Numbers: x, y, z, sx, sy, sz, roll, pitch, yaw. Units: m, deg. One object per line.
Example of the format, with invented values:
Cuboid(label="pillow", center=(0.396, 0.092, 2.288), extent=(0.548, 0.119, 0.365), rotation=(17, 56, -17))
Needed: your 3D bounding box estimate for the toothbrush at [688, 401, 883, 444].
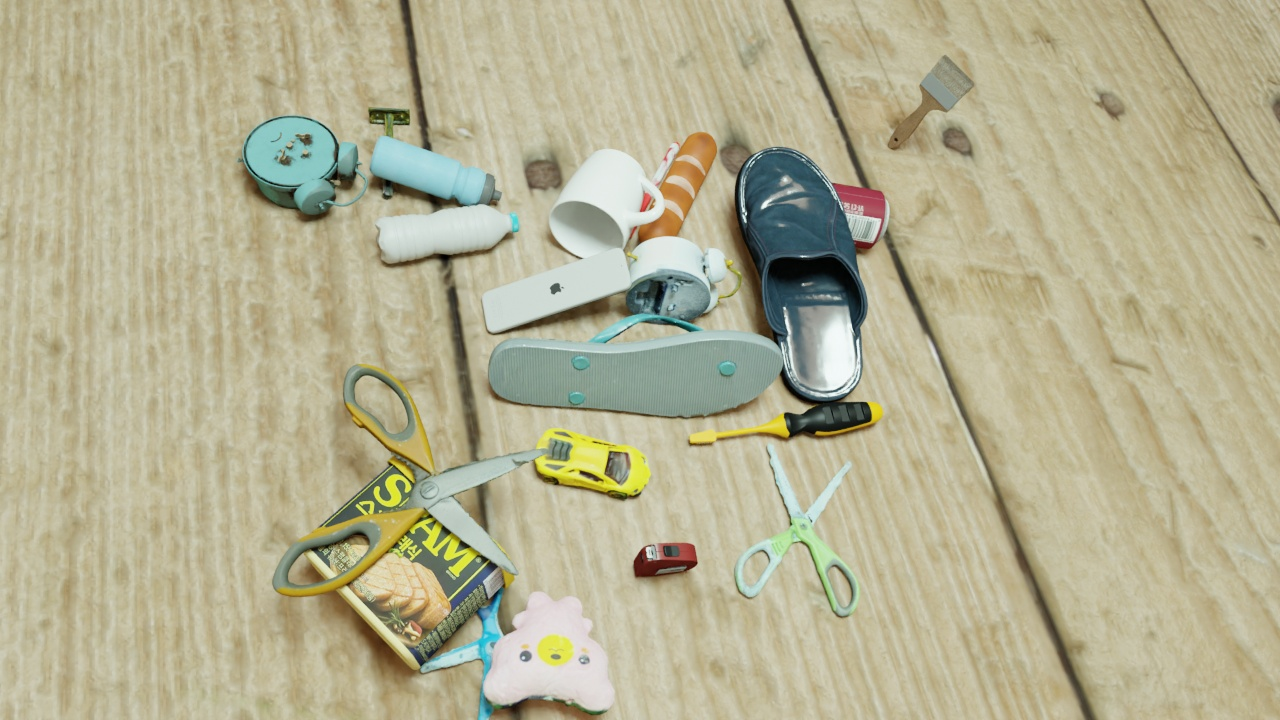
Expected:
Cuboid(label="toothbrush", center=(0.141, 0.061, 0.878), extent=(0.196, 0.031, 0.031), rotation=(-7, 69, -12))

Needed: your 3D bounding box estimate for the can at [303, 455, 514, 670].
Cuboid(label="can", center=(-0.185, 0.160, 0.730), extent=(0.135, 0.075, 0.104), rotation=(39, 65, 17))

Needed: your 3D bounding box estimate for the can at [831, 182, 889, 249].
Cuboid(label="can", center=(0.202, -0.158, 0.982), extent=(0.114, 0.063, 0.063), rotation=(8, 62, -7))

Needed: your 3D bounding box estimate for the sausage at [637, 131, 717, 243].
Cuboid(label="sausage", center=(0.040, -0.178, 0.970), extent=(0.039, 0.045, 0.163), rotation=(30, 61, -8))

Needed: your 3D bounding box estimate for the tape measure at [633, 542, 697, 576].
Cuboid(label="tape measure", center=(0.024, 0.170, 0.780), extent=(0.051, 0.059, 0.019), rotation=(-3, 64, -13))

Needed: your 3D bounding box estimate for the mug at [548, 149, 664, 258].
Cuboid(label="mug", center=(-0.024, -0.159, 0.917), extent=(0.114, 0.081, 0.087), rotation=(2, 50, 27))

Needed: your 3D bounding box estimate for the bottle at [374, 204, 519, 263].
Cuboid(label="bottle", center=(-0.187, -0.126, 0.898), extent=(0.136, 0.044, 0.044), rotation=(-11, 66, -16))

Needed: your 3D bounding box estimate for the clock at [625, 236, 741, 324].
Cuboid(label="clock", center=(0.041, -0.076, 0.898), extent=(0.117, 0.083, 0.057), rotation=(5, 56, -8))

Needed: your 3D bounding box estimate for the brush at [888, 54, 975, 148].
Cuboid(label="brush", center=(0.313, -0.278, 1.020), extent=(0.008, 0.143, 0.045), rotation=(-41, 86, -25))

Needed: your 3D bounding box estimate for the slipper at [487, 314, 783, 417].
Cuboid(label="slipper", center=(-0.005, 0.005, 0.854), extent=(0.268, 0.098, 0.054), rotation=(-2, 39, -4))

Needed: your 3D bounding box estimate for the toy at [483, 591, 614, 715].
Cuboid(label="toy", center=(-0.069, 0.231, 0.725), extent=(0.102, 0.050, 0.093), rotation=(11, 62, -11))

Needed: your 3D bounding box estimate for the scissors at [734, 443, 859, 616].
Cuboid(label="scissors", center=(0.143, 0.154, 0.838), extent=(0.165, 0.024, 0.171), rotation=(-17, 66, -13))

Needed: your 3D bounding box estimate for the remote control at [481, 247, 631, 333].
Cuboid(label="remote control", center=(-0.081, -0.066, 0.875), extent=(0.147, 0.008, 0.045), rotation=(-18, 66, 8))

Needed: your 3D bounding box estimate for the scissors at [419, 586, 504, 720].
Cuboid(label="scissors", center=(-0.116, 0.224, 0.754), extent=(0.134, 0.011, 0.140), rotation=(-12, 67, -15))

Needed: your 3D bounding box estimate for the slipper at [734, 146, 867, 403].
Cuboid(label="slipper", center=(0.164, -0.094, 0.894), extent=(0.109, 0.083, 0.265), rotation=(-9, 80, -2))

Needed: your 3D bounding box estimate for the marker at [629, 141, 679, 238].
Cuboid(label="marker", center=(0.013, -0.186, 0.987), extent=(0.013, 0.013, 0.141), rotation=(25, 61, 2))

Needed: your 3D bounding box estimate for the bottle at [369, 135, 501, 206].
Cuboid(label="bottle", center=(-0.202, -0.185, 0.919), extent=(0.130, 0.040, 0.040), rotation=(17, 61, -15))

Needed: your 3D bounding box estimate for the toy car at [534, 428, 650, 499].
Cuboid(label="toy car", center=(-0.042, 0.092, 0.825), extent=(0.107, 0.030, 0.049), rotation=(13, 60, -6))

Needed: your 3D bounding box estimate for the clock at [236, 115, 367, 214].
Cuboid(label="clock", center=(-0.325, -0.187, 0.896), extent=(0.124, 0.053, 0.089), rotation=(29, 62, 4))

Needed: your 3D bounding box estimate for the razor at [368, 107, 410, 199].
Cuboid(label="razor", center=(-0.259, -0.213, 0.942), extent=(0.042, 0.026, 0.105), rotation=(0, 67, -14))

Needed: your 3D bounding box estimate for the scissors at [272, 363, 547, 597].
Cuboid(label="scissors", center=(-0.186, 0.093, 0.714), extent=(0.225, 0.016, 0.229), rotation=(-23, 66, -14))
